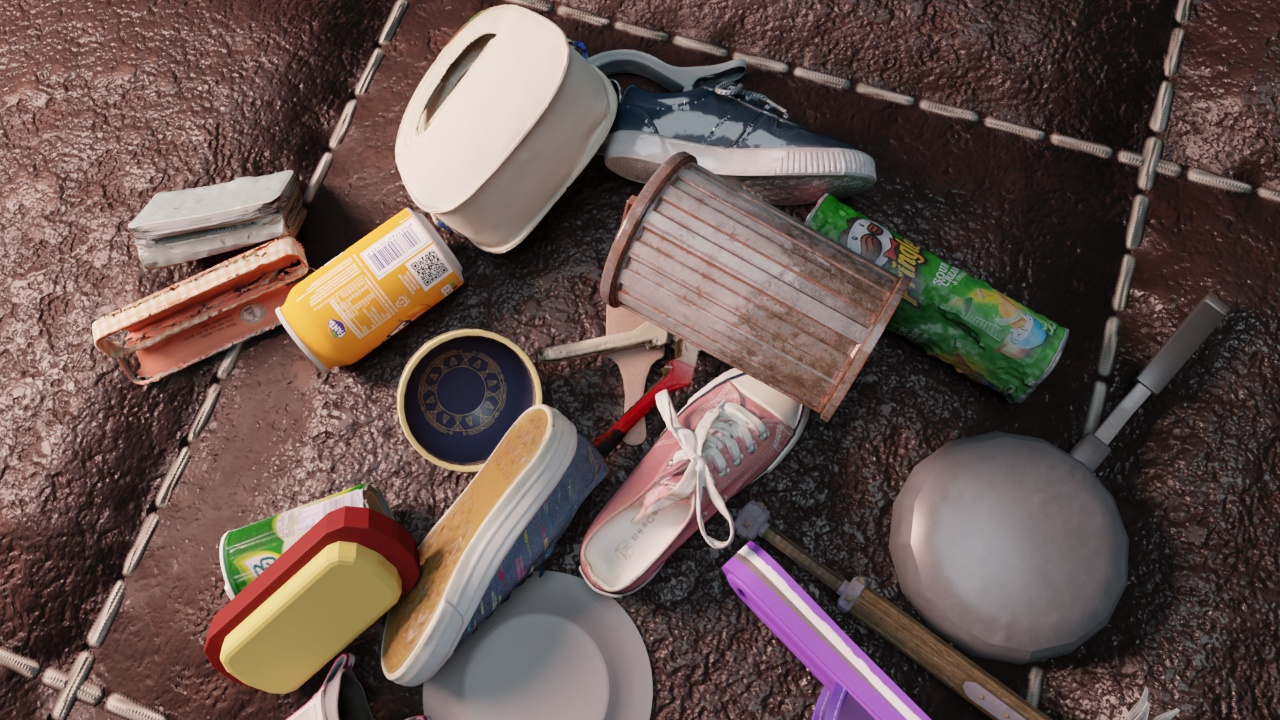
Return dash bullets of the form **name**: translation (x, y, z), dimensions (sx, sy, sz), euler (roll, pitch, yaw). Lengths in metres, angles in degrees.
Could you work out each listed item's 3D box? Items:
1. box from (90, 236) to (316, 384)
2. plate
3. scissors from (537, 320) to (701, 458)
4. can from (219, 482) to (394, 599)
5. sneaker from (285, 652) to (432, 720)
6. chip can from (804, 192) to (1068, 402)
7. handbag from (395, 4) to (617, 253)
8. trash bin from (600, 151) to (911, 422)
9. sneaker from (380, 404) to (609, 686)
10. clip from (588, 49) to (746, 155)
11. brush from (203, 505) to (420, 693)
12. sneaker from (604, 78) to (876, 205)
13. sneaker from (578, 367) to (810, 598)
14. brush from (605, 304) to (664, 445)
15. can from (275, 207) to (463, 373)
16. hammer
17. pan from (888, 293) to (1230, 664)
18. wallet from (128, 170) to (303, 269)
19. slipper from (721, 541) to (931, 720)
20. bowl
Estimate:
- **box**: translation (-0.363, -0.041, 0.781), dimensions (0.187, 0.083, 0.043), euler (-25, 58, -2)
- **plate**: translation (-0.080, 0.252, 0.703), dimensions (0.178, 0.012, 0.178), euler (-1, 73, 3)
- **scissors**: translation (0.007, 0.000, 0.757), dimensions (0.179, 0.015, 0.193), euler (18, 79, 4)
- **can**: translation (-0.257, 0.146, 0.717), dimensions (0.121, 0.067, 0.067), euler (-19, 73, -3)
- **sneaker**: translation (-0.165, 0.327, 0.641), dimensions (0.263, 0.097, 0.128), euler (35, 83, 20)
- **chip can**: translation (0.227, -0.050, 0.741), dimensions (0.223, 0.075, 0.075), euler (33, 78, 12)
- **handbag**: translation (-0.125, -0.203, 0.786), dimensions (0.201, 0.093, 0.199), euler (-48, 51, 10)
- **trash bin**: translation (0.078, -0.059, 0.691), dimensions (0.211, 0.131, 0.130), euler (30, 77, 10)
- **sneaker**: translation (-0.111, 0.148, 0.707), dimensions (0.079, 0.087, 0.235), euler (35, 87, -31)
- **clip**: translation (0.012, -0.265, 0.843), dimensions (0.171, 0.029, 0.141), euler (-14, 75, -2)
- **brush**: translation (-0.242, 0.184, 0.677), dimensions (0.173, 0.082, 0.041), euler (-41, 30, 10)
- **sneaker**: translation (0.082, -0.189, 0.774), dimensions (0.235, 0.089, 0.087), euler (9, 83, 2)
- **sneaker**: translation (0.043, 0.081, 0.704), dimensions (0.118, 0.088, 0.240), euler (41, 75, 14)
- **brush**: translation (-0.005, 0.004, 0.773), dimensions (0.050, 0.015, 0.135), euler (0, 79, 2)
- **can**: translation (-0.224, -0.058, 0.769), dimensions (0.142, 0.079, 0.079), euler (-37, 75, -7)
- **hammer**: translation (0.199, 0.209, 0.676), dimensions (0.317, 0.028, 0.147), euler (35, 112, 19)
- **pan**: translation (0.346, 0.076, 0.713), dimensions (0.178, 0.041, 0.357), euler (43, 80, 14)
- **wallet**: translation (-0.362, -0.124, 0.797), dimensions (0.131, 0.054, 0.100), euler (-15, 32, 0)
- **slipper**: translation (0.138, 0.254, 0.641), dimensions (0.084, 0.107, 0.266), euler (-41, 69, -10)
- **bowl**: translation (-0.141, 0.028, 0.742), dimensions (0.112, 0.061, 0.112), euler (-3, 99, -20)
